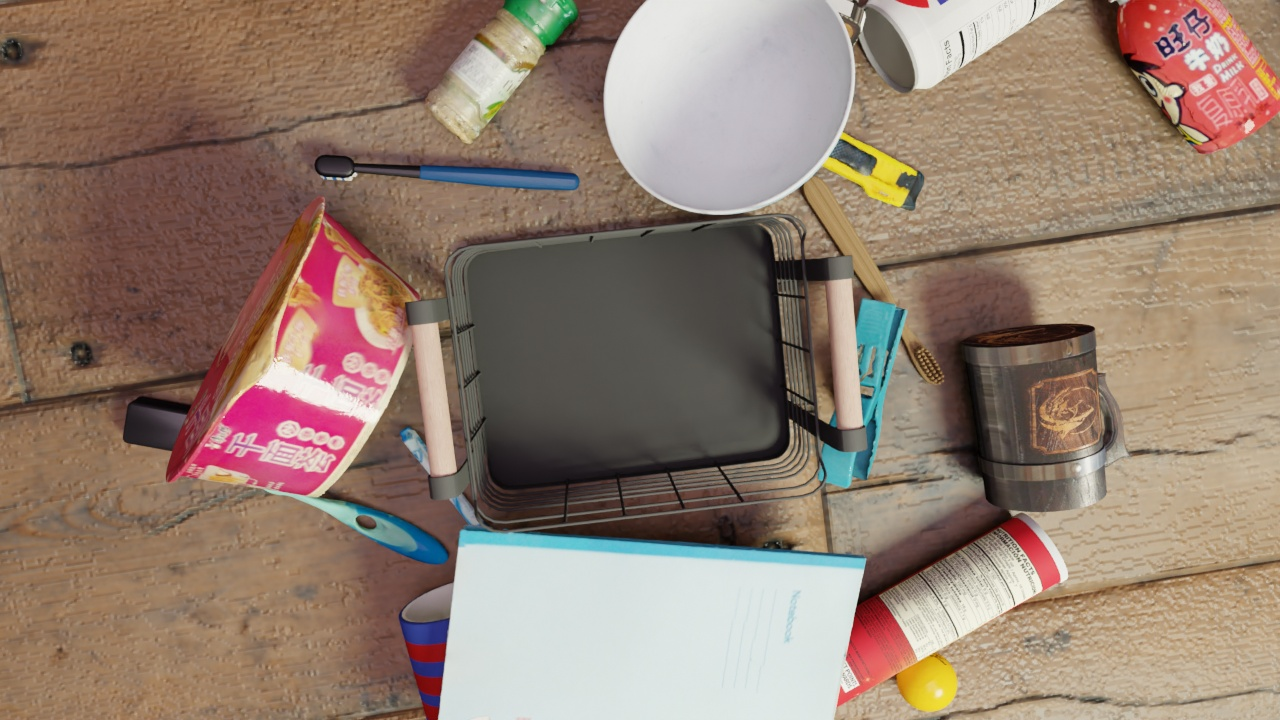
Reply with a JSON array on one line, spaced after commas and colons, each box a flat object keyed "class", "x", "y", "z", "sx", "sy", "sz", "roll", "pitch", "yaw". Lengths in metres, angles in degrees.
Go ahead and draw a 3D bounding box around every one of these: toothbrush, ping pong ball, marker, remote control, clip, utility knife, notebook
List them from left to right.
[{"class": "remote control", "x": -0.265, "y": 0.052, "z": 0.601, "sx": 0.136, "sy": 0.015, "sz": 0.032, "roll": 11, "pitch": 95, "yaw": -4}, {"class": "toothbrush", "x": -0.190, "y": 0.104, "z": 0.610, "sx": 0.135, "sy": 0.017, "sz": 0.022, "roll": 28, "pitch": 92, "yaw": -13}, {"class": "toothbrush", "x": -0.123, "y": -0.120, "z": 0.592, "sx": 0.167, "sy": 0.014, "sz": 0.014, "roll": 2, "pitch": 84, "yaw": -7}, {"class": "marker", "x": -0.116, "y": 0.103, "z": 0.617, "sx": 0.013, "sy": 0.013, "sz": 0.142, "roll": -36, "pitch": 97, "yaw": 0}, {"class": "notebook", "x": 0.006, "y": 0.196, "z": 0.568, "sx": 0.253, "sy": 0.009, "sz": 0.181, "roll": 6, "pitch": 100, "yaw": -11}, {"class": "utility knife", "x": 0.114, "y": -0.144, "z": 0.606, "sx": 0.165, "sy": 0.017, "sz": 0.030, "roll": 25, "pitch": 85, "yaw": -3}, {"class": "clip", "x": 0.152, "y": 0.029, "z": 0.612, "sx": 0.031, "sy": 0.121, "sz": 0.129, "roll": 14, "pitch": 73, "yaw": 29}, {"class": "toothbrush", "x": 0.157, "y": -0.052, "z": 0.616, "sx": 0.016, "sy": 0.016, "sz": 0.167, "roll": -34, "pitch": 96, "yaw": 2}, {"class": "ping pong ball", "x": 0.198, "y": 0.221, "z": 0.633, "sx": 0.040, "sy": 0.040, "sz": 0.040, "roll": 0, "pitch": 96, "yaw": -4}]

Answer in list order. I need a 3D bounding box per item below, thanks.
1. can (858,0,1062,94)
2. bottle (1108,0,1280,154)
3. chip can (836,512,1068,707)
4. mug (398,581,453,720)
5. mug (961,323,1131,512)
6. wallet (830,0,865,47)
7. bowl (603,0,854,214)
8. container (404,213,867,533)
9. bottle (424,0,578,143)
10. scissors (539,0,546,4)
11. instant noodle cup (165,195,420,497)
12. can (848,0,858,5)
[{"class": "can", "x": 0.208, "y": -0.230, "z": 0.573, "sx": 0.132, "sy": 0.070, "sz": 0.070, "roll": -33, "pitch": 97, "yaw": 0}, {"class": "bottle", "x": 0.346, "y": -0.203, "z": 0.589, "sx": 0.062, "sy": 0.062, "sz": 0.137, "roll": -42, "pitch": 95, "yaw": 1}, {"class": "chip can", "x": 0.179, "y": 0.178, "z": 0.623, "sx": 0.215, "sy": 0.052, "sz": 0.052, "roll": -29, "pitch": 97, "yaw": 0}, {"class": "mug", "x": -0.092, "y": 0.185, "z": 0.594, "sx": 0.112, "sy": 0.075, "sz": 0.076, "roll": -13, "pitch": 96, "yaw": 3}, {"class": "mug", "x": 0.275, "y": 0.032, "z": 0.605, "sx": 0.115, "sy": 0.080, "sz": 0.107, "roll": -12, "pitch": 98, "yaw": -19}, {"class": "wallet", "x": 0.070, "y": -0.211, "z": 0.571, "sx": 0.123, "sy": 0.072, "sz": 0.019, "roll": 24, "pitch": 54, "yaw": -4}, {"class": "bowl", "x": 0.058, "y": -0.152, "z": 0.550, "sx": 0.144, "sy": 0.074, "sz": 0.144, "roll": -1, "pitch": 87, "yaw": 18}, {"class": "container", "x": -0.003, "y": 0.003, "z": 0.554, "sx": 0.241, "sy": 0.130, "sz": 0.163, "roll": -6, "pitch": 96, "yaw": -3}, {"class": "bottle", "x": -0.087, "y": -0.189, "z": 0.574, "sx": 0.043, "sy": 0.043, "sz": 0.111, "roll": 40, "pitch": 93, "yaw": -6}, {"class": "scissors", "x": -0.043, "y": -0.292, "z": 0.560, "sx": 0.142, "sy": 0.014, "sz": 0.161, "roll": -18, "pitch": 70, "yaw": 10}, {"class": "instant noodle cup", "x": -0.194, "y": 0.002, "z": 0.531, "sx": 0.077, "sy": 0.179, "sz": 0.178, "roll": 30, "pitch": 93, "yaw": -27}, {"class": "can", "x": 0.115, "y": -0.273, "z": 0.571, "sx": 0.055, "sy": 0.055, "sz": 0.101, "roll": 1, "pitch": 96, "yaw": -4}]
